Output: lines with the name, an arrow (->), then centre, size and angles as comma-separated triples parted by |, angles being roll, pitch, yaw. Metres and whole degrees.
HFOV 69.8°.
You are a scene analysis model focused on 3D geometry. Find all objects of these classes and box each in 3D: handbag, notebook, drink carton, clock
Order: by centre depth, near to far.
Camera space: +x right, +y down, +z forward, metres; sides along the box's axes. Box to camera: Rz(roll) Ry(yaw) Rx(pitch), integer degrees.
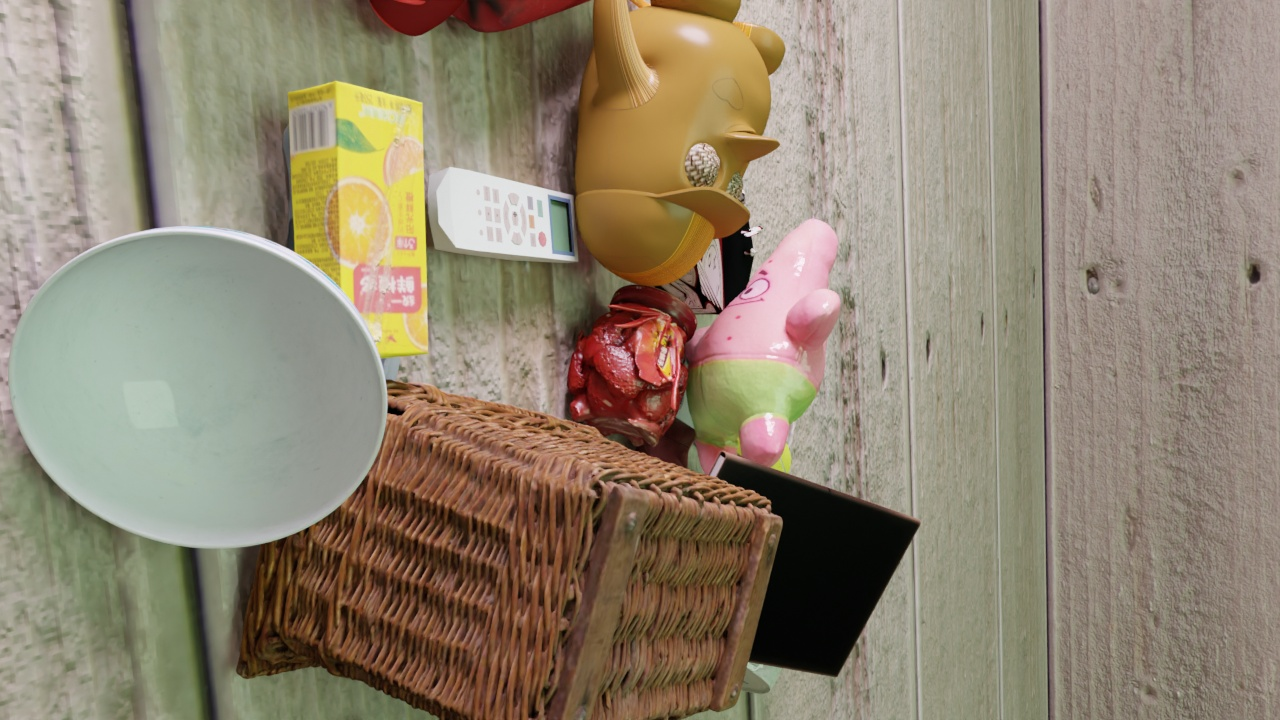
drink carton -> -0.142, -0.067, 0.470 | 0.058, 0.043, 0.134 | -5, 95, -57
notebook -> 0.104, 0.154, 0.659 | 0.209, 0.008, 0.141 | 22, 98, -34
handbag -> 0.056, 0.085, 0.773 | 0.119, 0.029, 0.055 | 22, 63, -8
clock -> 0.062, -0.118, 0.811 | 0.114, 0.065, 0.154 | -2, 93, -57

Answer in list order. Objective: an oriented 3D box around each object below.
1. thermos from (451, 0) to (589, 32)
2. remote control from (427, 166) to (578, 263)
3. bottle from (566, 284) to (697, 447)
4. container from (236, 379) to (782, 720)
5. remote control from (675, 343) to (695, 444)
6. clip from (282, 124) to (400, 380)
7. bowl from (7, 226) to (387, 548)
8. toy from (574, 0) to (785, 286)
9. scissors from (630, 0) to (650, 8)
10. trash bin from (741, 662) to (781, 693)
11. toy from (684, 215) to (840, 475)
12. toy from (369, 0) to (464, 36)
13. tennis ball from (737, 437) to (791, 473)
thermos -> -0.045, -0.288, 0.638 | 0.239, 0.073, 0.073 | -44, 126, -48
remote control -> -0.091, -0.093, 0.612 | 0.143, 0.024, 0.049 | -4, 89, -61
bottle -> -0.004, 0.004, 0.685 | 0.099, 0.099, 0.111 | 49, 55, -45
container -> -0.050, 0.115, 0.510 | 0.249, 0.183, 0.162 | 19, 85, -56
remote control -> 0.037, 0.018, 0.816 | 0.151, 0.019, 0.074 | 42, 56, -49
clip -> -0.155, -0.039, 0.517 | 0.127, 0.028, 0.167 | 14, 80, -57
bowl -> -0.184, 0.002, 0.408 | 0.074, 0.144, 0.144 | -113, -175, -64
toy -> 0.023, -0.155, 0.662 | 0.198, 0.163, 0.203 | 22, 80, -52
scissors -> 0.030, -0.277, 0.779 | 0.132, 0.012, 0.097 | -24, 86, -50
trash bin -> 0.093, 0.196, 0.814 | 0.133, 0.133, 0.161 | 54, 53, -42
toy -> 0.102, -0.019, 0.726 | 0.097, 0.192, 0.236 | 33, 66, -18
toy -> -0.144, -0.259, 0.447 | 0.196, 0.121, 0.158 | -15, 106, -66
tennis ball -> 0.113, 0.096, 0.892 | 0.065, 0.065, 0.065 | -1, 91, -57
